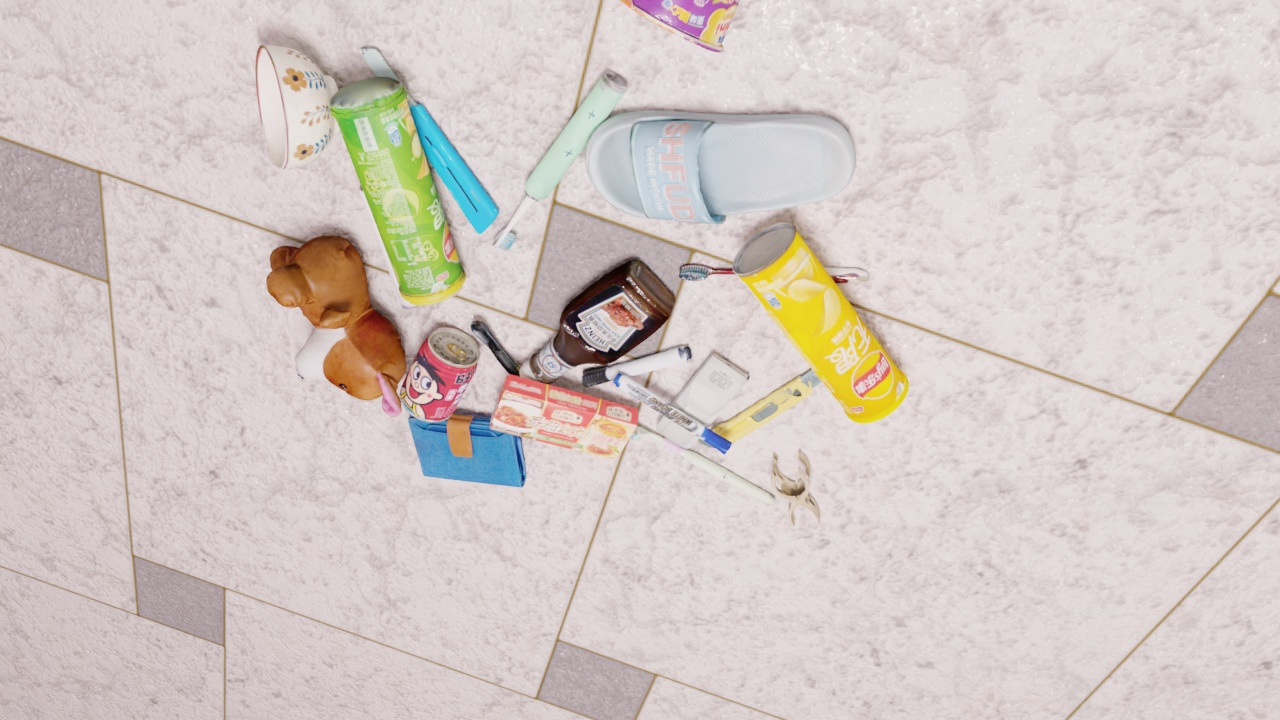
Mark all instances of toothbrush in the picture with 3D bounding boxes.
[{"bbox_3d":[-0.271,-0.155,0.954,0.026,0.026,0.221,-25,122,-20],"label":"toothbrush"},{"bbox_3d":[0.130,-0.084,0.906,0.188,0.017,0.016,3,123,12],"label":"toothbrush"},{"bbox_3d":[-0.085,-0.186,0.887,0.027,0.026,0.225,23,128,-28],"label":"toothbrush"},{"bbox_3d":[0.073,0.122,1.058,0.189,0.029,0.020,28,84,-7],"label":"toothbrush"}]

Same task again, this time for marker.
[{"bbox_3d":[0.034,0.057,0.995,0.146,0.016,0.017,32,124,-2],"label":"marker"},{"bbox_3d":[-0.006,0.006,1.000,0.131,0.018,0.022,-16,108,23],"label":"marker"}]

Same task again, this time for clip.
[{"bbox_3d":[0.165,0.149,1.045,0.081,0.034,0.105,1,131,10],"label":"clip"}]

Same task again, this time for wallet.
[{"bbox_3d":[-0.207,0.107,1.106,0.133,0.040,0.106,5,128,10],"label":"wallet"}]

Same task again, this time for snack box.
[{"bbox_3d":[-0.086,0.065,1.026,0.153,0.025,0.075,16,138,-13],"label":"snack box"}]

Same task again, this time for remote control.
[{"bbox_3d":[0.066,0.047,1.005,0.049,0.024,0.125,32,123,-6],"label":"remote control"}]

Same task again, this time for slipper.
[{"bbox_3d":[0.069,-0.170,0.831,0.246,0.074,0.104,0,124,12],"label":"slipper"}]

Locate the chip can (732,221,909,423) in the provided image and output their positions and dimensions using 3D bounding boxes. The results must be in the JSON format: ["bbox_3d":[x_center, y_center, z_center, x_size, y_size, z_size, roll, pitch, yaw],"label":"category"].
[{"bbox_3d":[0.175,-0.033,0.884,0.072,0.071,0.213,-29,118,28],"label":"chip can"}]

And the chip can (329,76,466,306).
[{"bbox_3d":[-0.235,-0.164,0.901,0.073,0.072,0.221,-1,127,14],"label":"chip can"}]

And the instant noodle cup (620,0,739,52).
[{"bbox_3d":[0.042,-0.316,0.727,0.111,0.111,0.099,30,116,-6],"label":"instant noodle cup"}]

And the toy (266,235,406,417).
[{"bbox_3d":[-0.326,-0.032,0.995,0.130,0.140,0.199,-32,119,-2],"label":"toy"}]

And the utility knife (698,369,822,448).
[{"bbox_3d":[0.141,0.048,0.997,0.031,0.020,0.195,41,118,-21],"label":"utility knife"}]

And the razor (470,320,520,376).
[{"bbox_3d":[-0.147,0.010,1.034,0.043,0.022,0.143,-18,119,30],"label":"razor"}]

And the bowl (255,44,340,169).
[{"bbox_3d":[-0.323,-0.242,0.875,0.062,0.113,0.114,-13,130,-28],"label":"bowl"}]

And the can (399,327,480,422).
[{"bbox_3d":[-0.225,0.016,1.031,0.066,0.066,0.094,30,124,-7],"label":"can"}]

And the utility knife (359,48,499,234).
[{"bbox_3d":[-0.207,-0.216,0.904,0.034,0.018,0.207,-23,113,27],"label":"utility knife"}]

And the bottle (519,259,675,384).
[{"bbox_3d":[-0.054,-0.028,0.975,0.195,0.043,0.080,-35,111,31],"label":"bottle"}]
